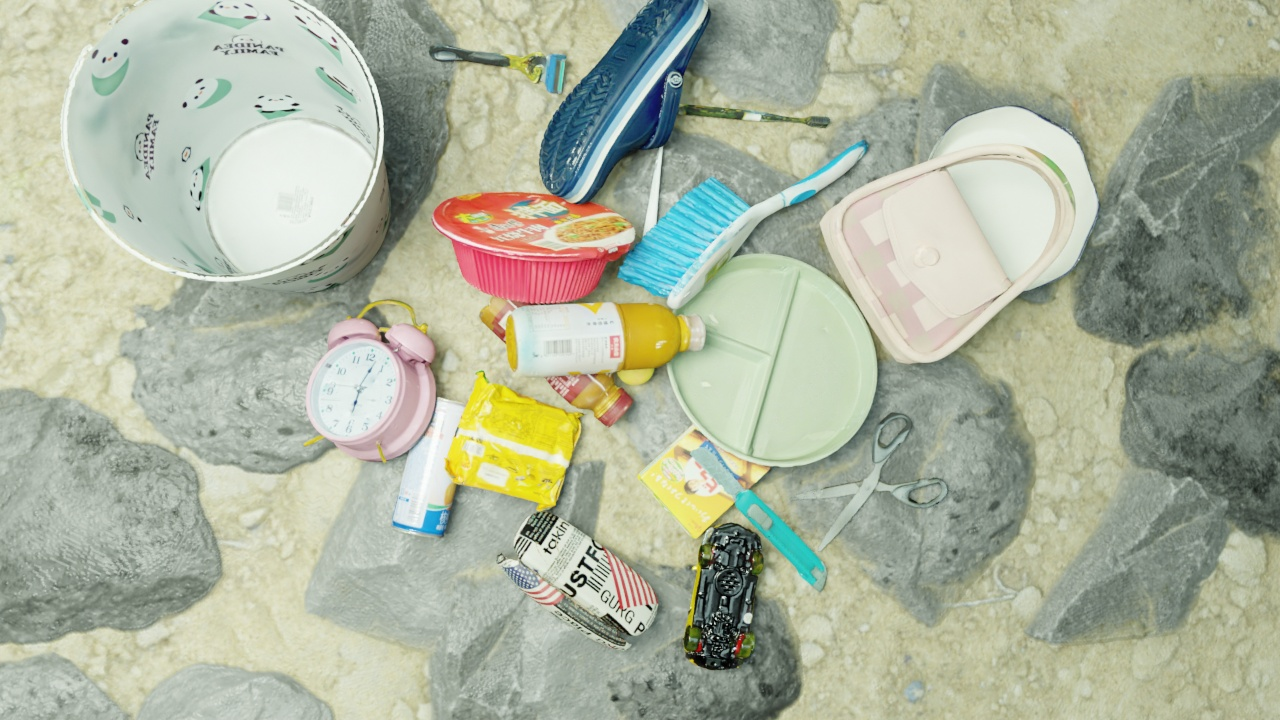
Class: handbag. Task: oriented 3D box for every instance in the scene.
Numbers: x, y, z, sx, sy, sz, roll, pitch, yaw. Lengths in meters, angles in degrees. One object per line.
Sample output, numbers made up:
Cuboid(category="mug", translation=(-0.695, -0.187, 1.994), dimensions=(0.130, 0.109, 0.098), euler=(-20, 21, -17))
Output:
Cuboid(category="handbag", translation=(0.324, -0.124, 0.941), dimensions=(0.234, 0.093, 0.193), euler=(-30, 93, 13))

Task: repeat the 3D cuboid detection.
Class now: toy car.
Cuboid(category="toy car", translation=(0.086, 0.243, 0.947), dimensions=(0.071, 0.041, 0.156), euler=(9, 89, -8))

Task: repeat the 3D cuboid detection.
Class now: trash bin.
Cuboid(category="trash bin", translation=(-0.326, -0.165, 0.806), dimensions=(0.229, 0.252, 0.229), euler=(0, 86, -8))

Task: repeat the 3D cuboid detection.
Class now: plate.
Cuboid(category="plate", translation=(0.135, -0.001, 0.954), dimensions=(0.230, 0.028, 0.230), euler=(3, 74, -11))
Cuboid(category="plate", translation=(0.401, -0.175, 1.015), dimensions=(0.204, 0.045, 0.205), euler=(1, 86, -9))

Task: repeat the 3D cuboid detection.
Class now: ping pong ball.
Cuboid(category="ping pong ball", translation=(-0.006, 0.006, 0.948), dimensions=(0.040, 0.040, 0.040), euler=(1, 86, -8))

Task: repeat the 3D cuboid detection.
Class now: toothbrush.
Cuboid(category="toothbrush", translation=(0.115, -0.266, 0.993), dimensions=(0.185, 0.017, 0.012), euler=(3, 97, -8))
Cuboid(category="toothbrush", translation=(0.013, -0.170, 0.976), dimensions=(0.016, 0.016, 0.180), euler=(7, 88, -10))

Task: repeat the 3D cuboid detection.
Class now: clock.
Cuboid(category="clock", translation=(-0.256, 0.017, 0.882), dimensions=(0.117, 0.060, 0.158), euler=(7, 74, 20))

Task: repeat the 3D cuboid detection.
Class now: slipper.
Cuboid(category="slipper", translation=(-0.009, -0.264, 0.941), dimensions=(0.095, 0.105, 0.252), euler=(35, 88, -32))

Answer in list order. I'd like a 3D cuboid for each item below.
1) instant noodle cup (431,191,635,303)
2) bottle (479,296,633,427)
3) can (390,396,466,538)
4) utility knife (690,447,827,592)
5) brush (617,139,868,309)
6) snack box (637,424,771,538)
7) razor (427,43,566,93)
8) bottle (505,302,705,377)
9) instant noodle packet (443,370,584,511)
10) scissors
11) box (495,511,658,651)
Cuboid(category="instant noodle cup", translation=(-0.104, -0.107, 0.888), dimensions=(0.193, 0.193, 0.066), euler=(3, 115, -8))
Cuboid(category="bottle", translation=(-0.082, -0.005, 0.929), dimensions=(0.175, 0.057, 0.057), euler=(44, 82, -4))
Cuboid(category="can", translation=(-0.205, 0.104, 0.907), dimensions=(0.053, 0.053, 0.134), euler=(13, 85, -7))
Cuboid(category="utility knife", translation=(0.126, 0.164, 0.948), dimensions=(0.222, 0.013, 0.029), euler=(46, 80, -17))
Cuboid(category="brush", translation=(0.114, -0.161, 0.964), dimensions=(0.109, 0.061, 0.313), euler=(35, 65, 17))
Cuboid(category="snack box", translation=(0.076, 0.107, 0.959), dimensions=(0.140, 0.034, 0.087), euler=(-41, 92, -7))
Cuboid(category="razor", translation=(-0.149, -0.312, 0.957), dimensions=(0.142, 0.022, 0.043), euler=(8, 129, -4))
Cuboid(category="bottle", translation=(-0.032, -0.022, 0.879), dimensions=(0.189, 0.068, 0.068), euler=(-4, 87, -16))
Cuboid(category="instant noodle packet", translation=(-0.126, 0.081, 0.905), dimensions=(0.128, 0.044, 0.110), euler=(25, 77, -34))
Cuboid(category="scissors", translation=(0.251, 0.136, 0.994), dimensions=(0.159, 0.014, 0.181), euler=(24, 86, -4))
Cuboid(category="box", translation=(-0.068, 0.228, 0.917), dimensions=(0.162, 0.088, 0.076), euler=(37, 43, -8))
